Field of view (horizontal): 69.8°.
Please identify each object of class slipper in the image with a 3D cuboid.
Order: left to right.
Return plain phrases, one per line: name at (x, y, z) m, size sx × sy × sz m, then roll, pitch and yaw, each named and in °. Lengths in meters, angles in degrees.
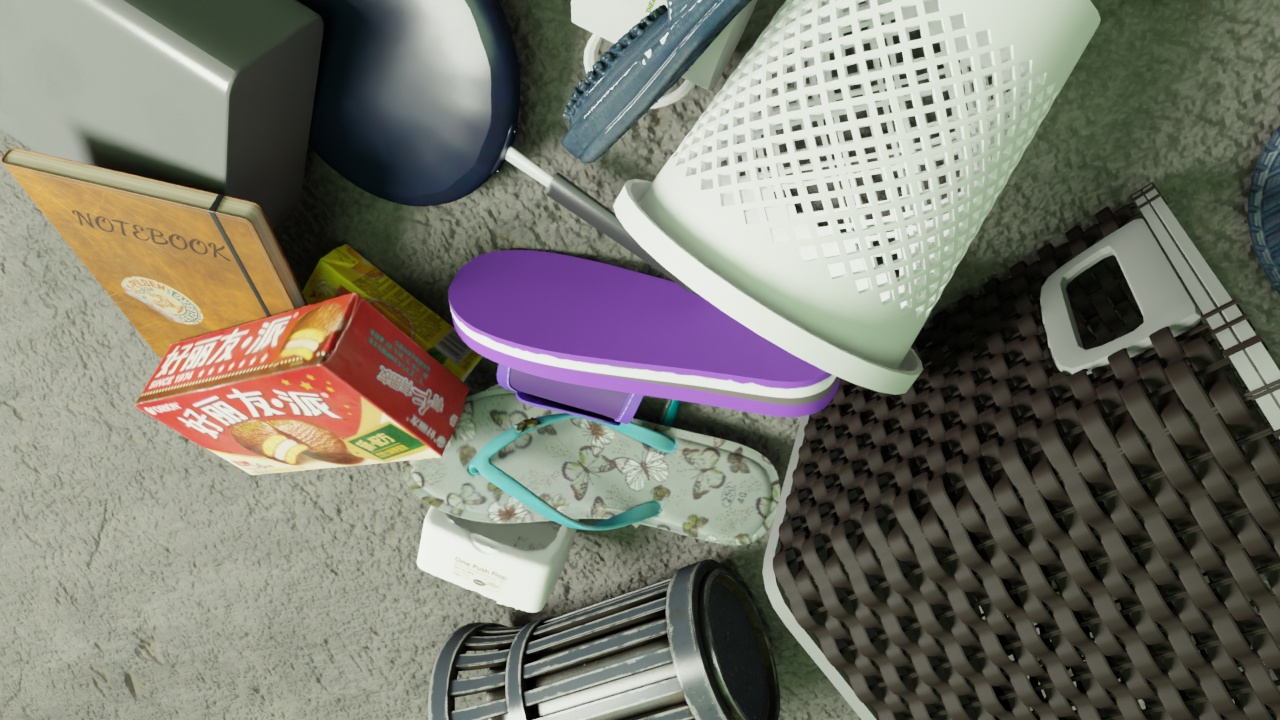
slipper at (-0.034, 0.071, 0.641) m, size 0.269 × 0.055 × 0.098 m, roll 7°, pitch 75°, yaw 1°
slipper at (-0.004, 0.003, 0.609) m, size 0.267 × 0.107 × 0.084 m, roll 11°, pitch 129°, yaw 17°
slipper at (0.032, -0.204, 0.426) m, size 0.082 × 0.101 × 0.264 m, roll 43°, pitch 121°, yaw -9°
slipper at (0.425, -0.039, 0.490) m, size 0.095 × 0.105 × 0.253 m, roll -28°, pitch 92°, yaw -17°

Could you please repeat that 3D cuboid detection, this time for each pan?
pan at (-0.104, -0.146, 0.589) m, size 0.356 × 0.021 × 0.199 m, roll 35°, pitch 131°, yaw 1°

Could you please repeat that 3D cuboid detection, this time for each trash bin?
trash bin at (-0.332, -0.193, 0.588) m, size 0.220 × 0.097 × 0.192 m, roll 32°, pitch 140°, yaw -3°
trash bin at (-0.022, 0.254, 0.713) m, size 0.228 × 0.164 × 0.164 m, roll -24°, pitch 107°, yaw 20°
trash bin at (0.119, -0.120, 0.489) m, size 0.195 × 0.195 × 0.200 m, roll 32°, pitch 109°, yaw -1°

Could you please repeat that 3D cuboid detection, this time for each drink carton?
drink carton at (-0.190, -0.021, 0.690) m, size 0.134 × 0.042 × 0.059 m, roll 39°, pitch 119°, yaw -5°

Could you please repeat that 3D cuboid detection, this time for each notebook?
notebook at (-0.305, -0.043, 0.656) m, size 0.178 × 0.014 × 0.250 m, roll 13°, pitch 150°, yaw 4°

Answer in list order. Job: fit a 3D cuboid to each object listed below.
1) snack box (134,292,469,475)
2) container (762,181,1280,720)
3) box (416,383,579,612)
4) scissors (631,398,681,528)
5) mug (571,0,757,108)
snack box at (-0.248, 0.026, 0.663) m, size 0.237 × 0.060 × 0.113 m, roll -9°, pitch 140°, yaw 35°
container at (0.245, 0.094, 0.516) m, size 0.244 × 0.246 × 0.245 m, roll -32°, pitch 103°, yaw 29°
box at (-0.091, 0.090, 0.694) m, size 0.108 × 0.128 × 0.137 m, roll 22°, pitch 128°, yaw 3°
scissors at (-0.009, 0.056, 0.691) m, size 0.124 × 0.019 × 0.157 m, roll 45°, pitch 117°, yaw -7°
mug at (0.010, -0.197, 0.533) m, size 0.089 × 0.073 × 0.105 m, roll 27°, pitch 119°, yaw 2°
